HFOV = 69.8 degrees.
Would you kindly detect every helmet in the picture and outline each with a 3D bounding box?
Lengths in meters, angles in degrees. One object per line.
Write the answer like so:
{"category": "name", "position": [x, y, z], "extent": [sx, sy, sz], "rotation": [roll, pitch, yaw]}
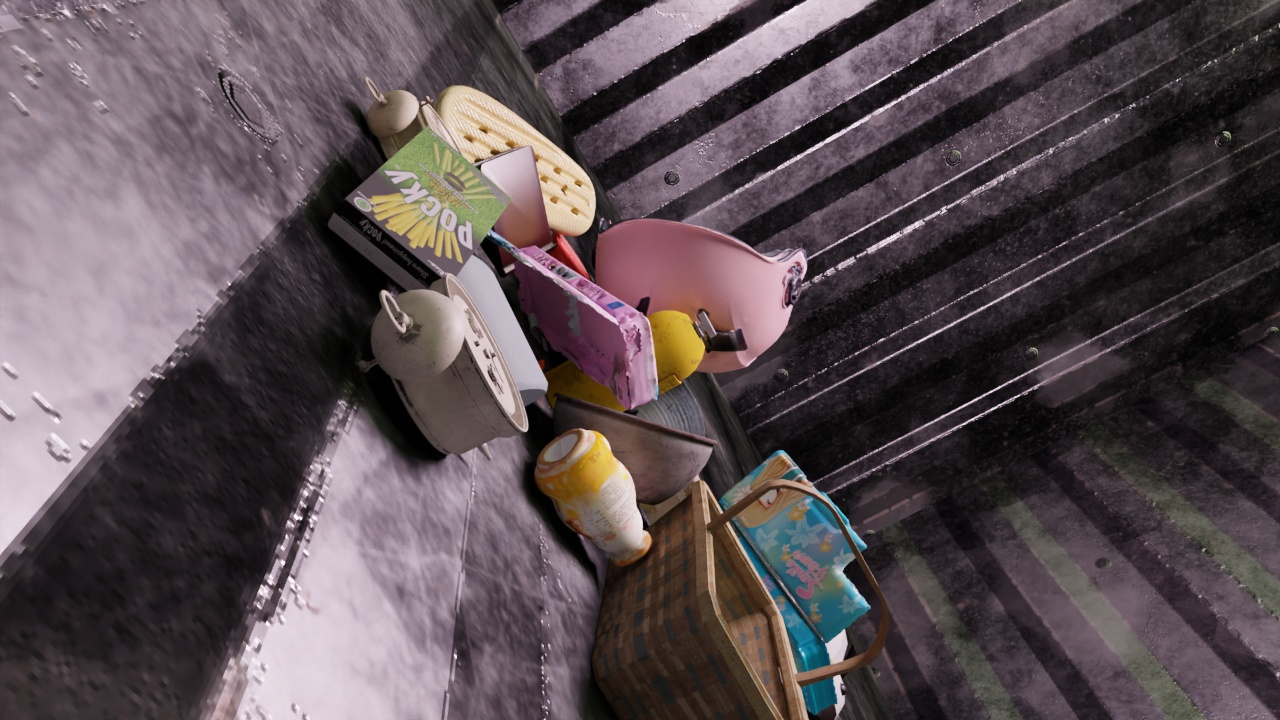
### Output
{"category": "helmet", "position": [0.052, -0.069, 0.993], "extent": [0.255, 0.230, 0.152], "rotation": [42, 63, -81]}

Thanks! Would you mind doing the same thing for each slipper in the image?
{"category": "slipper", "position": [-0.087, -0.069, 1.016], "extent": [0.103, 0.059, 0.248], "rotation": [55, 8, -31]}
{"category": "slipper", "position": [-0.147, -0.201, 1.000], "extent": [0.261, 0.079, 0.111], "rotation": [20, 68, -54]}

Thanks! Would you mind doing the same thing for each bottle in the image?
{"category": "bottle", "position": [-0.032, 0.106, 0.699], "extent": [0.109, 0.063, 0.063], "rotation": [57, 8, -20]}
{"category": "bottle", "position": [-0.005, 0.005, 0.873], "extent": [0.071, 0.164, 0.071], "rotation": [59, 8, -13]}
{"category": "bottle", "position": [-0.126, -0.041, 0.662], "extent": [0.161, 0.046, 0.072], "rotation": [63, 18, 11]}

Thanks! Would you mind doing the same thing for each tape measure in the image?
{"category": "tape measure", "position": [-0.101, -0.019, 0.802], "extent": [0.059, 0.038, 0.058], "rotation": [56, 9, -36]}

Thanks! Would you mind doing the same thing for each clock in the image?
{"category": "clock", "position": [-0.119, 0.000, 0.527], "extent": [0.157, 0.061, 0.103], "rotation": [64, 1, -68]}
{"category": "clock", "position": [-0.189, -0.188, 0.779], "extent": [0.141, 0.054, 0.093], "rotation": [55, 9, -53]}

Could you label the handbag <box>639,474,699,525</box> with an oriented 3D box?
{"category": "handbag", "position": [0.050, 0.189, 0.968], "extent": [0.198, 0.062, 0.175], "rotation": [-125, -167, -81]}

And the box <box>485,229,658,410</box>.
{"category": "box", "position": [-0.071, -0.062, 0.805], "extent": [0.230, 0.062, 0.160], "rotation": [36, -18, 52]}

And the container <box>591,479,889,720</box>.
{"category": "container", "position": [0.080, 0.185, 0.684], "extent": [0.157, 0.186, 0.249], "rotation": [60, 7, -8]}

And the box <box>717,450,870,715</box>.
{"category": "box", "position": [0.136, 0.210, 0.912], "extent": [0.085, 0.170, 0.227], "rotation": [8, 24, -27]}

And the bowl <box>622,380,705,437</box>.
{"category": "bowl", "position": [0.000, 0.074, 1.001], "extent": [0.057, 0.137, 0.137], "rotation": [-24, 84, -43]}

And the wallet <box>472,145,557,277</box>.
{"category": "wallet", "position": [-0.128, -0.156, 0.945], "extent": [0.091, 0.018, 0.116], "rotation": [-40, 124, -49]}

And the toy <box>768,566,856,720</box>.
{"category": "toy", "position": [0.169, 0.352, 1.040], "extent": [0.159, 0.140, 0.183], "rotation": [27, 24, -7]}

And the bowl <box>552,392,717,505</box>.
{"category": "bowl", "position": [-0.013, 0.080, 0.781], "extent": [0.145, 0.067, 0.145], "rotation": [17, -3, 1]}

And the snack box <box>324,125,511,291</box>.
{"category": "snack box", "position": [-0.145, -0.102, 0.624], "extent": [0.080, 0.025, 0.147], "rotation": [40, 29, -15]}
